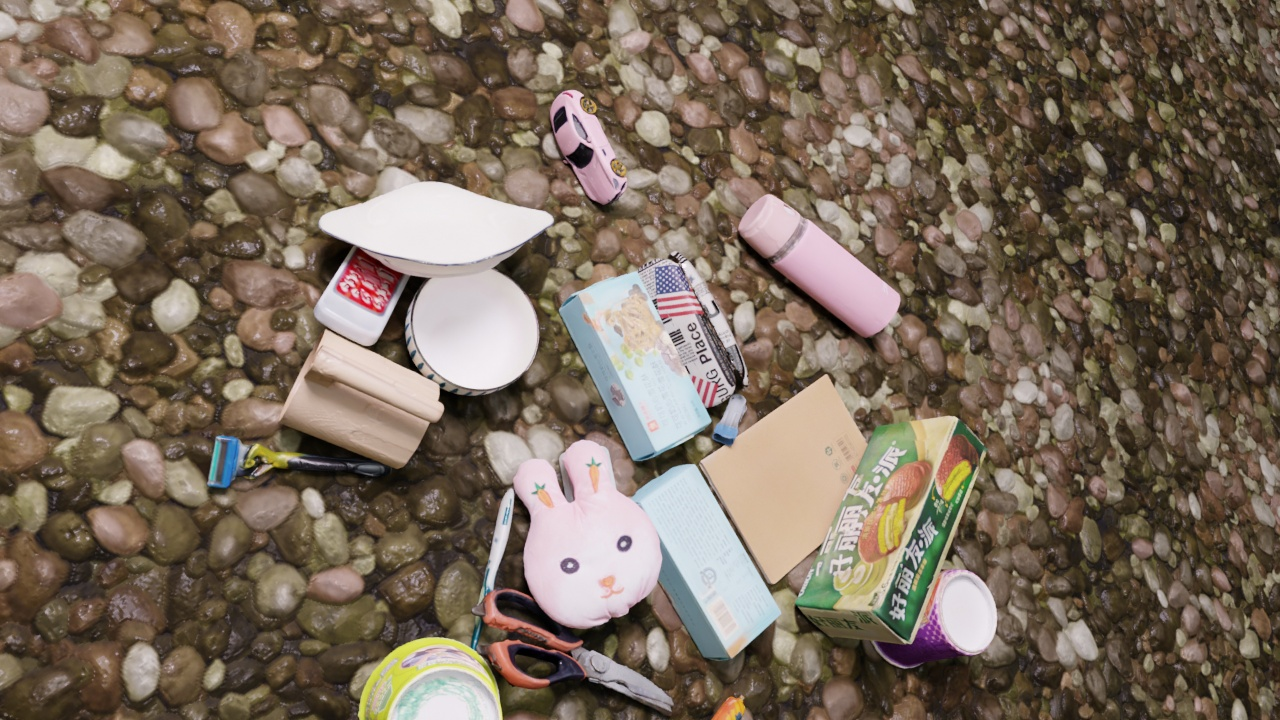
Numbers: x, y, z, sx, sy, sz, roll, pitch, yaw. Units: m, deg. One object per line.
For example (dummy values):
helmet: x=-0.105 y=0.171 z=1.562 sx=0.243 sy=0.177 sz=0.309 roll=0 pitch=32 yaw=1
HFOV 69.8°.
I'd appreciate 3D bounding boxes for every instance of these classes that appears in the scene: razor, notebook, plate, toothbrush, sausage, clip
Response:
razor: x=-0.274 y=0.083 z=0.749 sx=0.142 sy=0.022 sz=0.043 roll=7 pitch=105 yaw=-31
notebook: x=0.172 y=0.123 z=0.989 sx=0.207 sy=0.008 sz=0.148 roll=-31 pitch=91 yaw=-32
plate: x=-0.176 y=-0.109 z=0.802 sx=0.164 sy=0.034 sz=0.163 roll=19 pitch=31 yaw=22
toothbrush: x=-0.130 y=0.204 z=0.795 sx=0.018 sy=0.016 sz=0.191 roll=24 pitch=64 yaw=-31
sausage: x=0.047 y=0.369 z=0.835 sx=0.021 sy=0.022 sz=0.164 roll=51 pitch=59 yaw=-6
clip: x=0.095 y=0.061 z=0.958 sx=0.026 sy=0.038 sz=0.058 roll=17 pitch=58 yaw=14

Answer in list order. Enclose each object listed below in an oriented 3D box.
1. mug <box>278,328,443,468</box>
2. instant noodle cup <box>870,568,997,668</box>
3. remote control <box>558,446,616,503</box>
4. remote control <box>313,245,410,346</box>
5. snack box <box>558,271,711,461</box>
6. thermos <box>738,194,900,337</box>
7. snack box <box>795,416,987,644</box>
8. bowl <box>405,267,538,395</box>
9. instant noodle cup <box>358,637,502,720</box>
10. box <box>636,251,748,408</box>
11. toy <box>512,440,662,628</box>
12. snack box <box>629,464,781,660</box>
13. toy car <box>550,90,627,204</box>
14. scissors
mug: x=-0.220 y=0.029 z=0.736 sx=0.103 sy=0.125 sz=0.084 roll=27 pitch=67 yaw=-21
instant noodle cup: x=0.309 y=0.266 z=0.966 sx=0.111 sy=0.099 sz=0.111 roll=9 pitch=69 yaw=-25
remote control: x=-0.041 y=0.143 z=0.857 sx=0.049 sy=0.024 sz=0.125 roll=-7 pitch=79 yaw=-28
remote control: x=-0.232 y=-0.064 z=0.782 sx=0.056 sy=0.020 sz=0.135 roll=31 pitch=31 yaw=-17
snack box: x=-0.005 y=0.005 z=0.902 sx=0.074 sy=0.052 sz=0.175 roll=-25 pitch=87 yaw=-33
thermos: x=0.203 y=-0.113 z=1.052 sx=0.198 sy=0.067 sz=0.087 roll=36 pitch=30 yaw=-13
snack box: x=0.262 y=0.172 z=0.952 sx=0.063 sy=0.115 sz=0.239 roll=42 pitch=63 yaw=-19
bowl: x=-0.156 y=-0.022 z=0.820 sx=0.116 sy=0.066 sz=0.116 roll=8 pitch=72 yaw=-26
instant noodle cup: x=-0.153 y=0.267 z=0.687 sx=0.111 sy=0.124 sz=0.111 roll=4 pitch=74 yaw=-16
box: x=0.047 y=-0.029 z=0.942 sx=0.087 sy=0.076 sz=0.163 roll=-25 pitch=91 yaw=-13
toy: x=-0.052 y=0.152 z=0.812 sx=0.121 sy=0.054 sz=0.159 roll=-22 pitch=76 yaw=-11
snack box: x=0.056 y=0.192 z=0.878 sx=0.074 sy=0.052 sz=0.175 roll=-31 pitch=91 yaw=-34
toy car: x=-0.057 y=-0.217 z=0.942 sx=0.037 sy=0.056 sz=0.122 roll=-25 pitch=88 yaw=-36
scissors: x=-0.051 y=0.272 z=0.791 sx=0.208 sy=0.015 sz=0.185 roll=52 pitch=26 yaw=7
